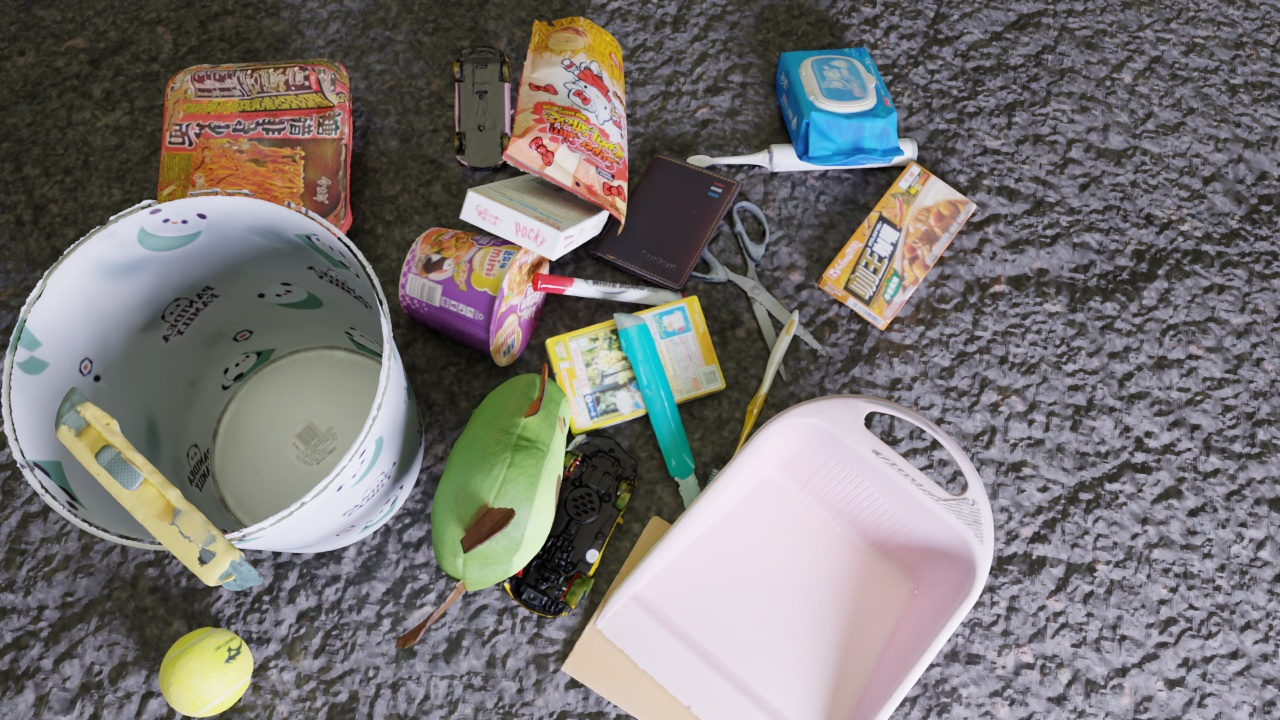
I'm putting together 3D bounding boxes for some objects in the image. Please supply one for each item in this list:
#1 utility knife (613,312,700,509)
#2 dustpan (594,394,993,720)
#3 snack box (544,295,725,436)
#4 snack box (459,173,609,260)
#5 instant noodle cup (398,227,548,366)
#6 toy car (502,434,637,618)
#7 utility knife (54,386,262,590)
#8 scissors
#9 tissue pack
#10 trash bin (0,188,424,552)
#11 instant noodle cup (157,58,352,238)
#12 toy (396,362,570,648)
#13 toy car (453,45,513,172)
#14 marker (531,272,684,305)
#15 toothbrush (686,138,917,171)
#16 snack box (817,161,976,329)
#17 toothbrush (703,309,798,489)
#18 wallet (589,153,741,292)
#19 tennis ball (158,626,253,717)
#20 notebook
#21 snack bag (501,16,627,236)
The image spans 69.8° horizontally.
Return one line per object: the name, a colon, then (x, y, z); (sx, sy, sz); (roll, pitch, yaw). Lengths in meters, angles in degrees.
utility knife: (0.021, 0.054, 0.774); (0.029, 0.013, 0.205); (-19, 92, -8)
dustpan: (0.127, 0.163, 0.698); (0.222, 0.139, 0.272); (37, 68, 9)
snack box: (-0.005, 0.005, 0.800); (0.140, 0.034, 0.087); (-17, 83, -9)
snack box: (-0.085, -0.127, 0.788); (0.085, 0.156, 0.027); (25, 111, 5)
instant noodle cup: (-0.144, -0.062, 0.787); (0.099, 0.112, 0.111); (18, 72, 13)
toy car: (-0.054, 0.136, 0.757); (0.071, 0.041, 0.155); (25, 75, 5)
utility knife: (-0.276, 0.076, 0.521); (0.165, 0.018, 0.031); (40, 83, 4)
scissors: (0.101, -0.070, 0.843); (0.159, 0.014, 0.174); (12, 74, 1)
tissue pack: (0.184, -0.240, 0.861); (0.095, 0.052, 0.157); (-4, 52, -4)
trash bin: (-0.270, 0.037, 0.670); (0.229, 0.252, 0.229); (1, 72, -2)
instant noodle cup: (-0.336, -0.173, 0.823); (0.164, 0.079, 0.188); (-4, 72, -3)
toy: (-0.104, 0.092, 0.688); (0.090, 0.228, 0.246); (24, 35, -7)
toy car: (-0.150, -0.239, 0.876); (0.056, 0.037, 0.122); (-1, 85, 0)
marker: (-0.025, -0.061, 0.801); (0.145, 0.017, 0.017); (5, 70, -29)
toothbrush: (0.153, -0.194, 0.877); (0.221, 0.026, 0.026); (-4, 81, -3)
snack box: (0.239, -0.108, 0.853); (0.075, 0.026, 0.153); (37, 75, 9)
toothbrush: (0.098, 0.037, 0.805); (0.018, 0.016, 0.191); (23, 76, 10)
wallet: (0.024, -0.129, 0.846); (0.096, 0.020, 0.122); (24, 73, 23)
tennis ball: (-0.332, 0.238, 0.701); (0.065, 0.065, 0.065); (1, 72, -2)
notebook: (0.062, 0.242, 0.746); (0.208, 0.008, 0.147); (31, 74, 7)
snack bag: (-0.058, -0.217, 0.819); (0.128, 0.073, 0.207); (31, 42, -33)
